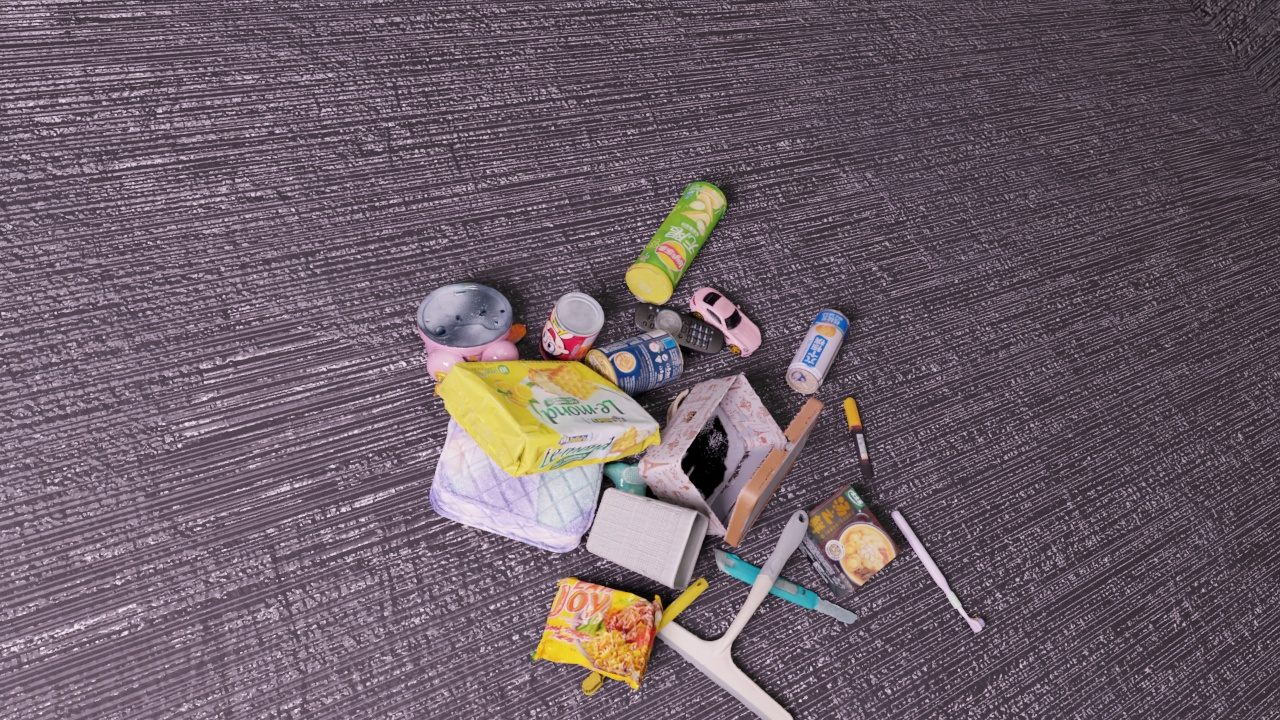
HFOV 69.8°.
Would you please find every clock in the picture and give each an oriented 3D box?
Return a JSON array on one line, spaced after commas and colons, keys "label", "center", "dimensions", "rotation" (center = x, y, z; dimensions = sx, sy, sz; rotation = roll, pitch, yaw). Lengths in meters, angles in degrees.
[{"label": "clock", "center": [-0.213, -0.024, 1.137], "dimensions": [0.117, 0.060, 0.158], "rotation": [-9, 48, -15]}]

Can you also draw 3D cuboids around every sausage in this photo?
[{"label": "sausage", "center": [-0.203, -0.002, 1.174], "dimensions": [0.021, 0.022, 0.164], "rotation": [44, 55, 7]}]

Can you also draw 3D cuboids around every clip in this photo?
[{"label": "clip", "center": [0.060, 0.093, 1.221], "dimensions": [0.083, 0.035, 0.104], "rotation": [22, 60, -8]}]

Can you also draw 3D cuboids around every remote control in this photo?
[{"label": "remote control", "center": [0.053, -0.042, 1.300], "dimensions": [0.136, 0.024, 0.053], "rotation": [20, 65, -8]}]

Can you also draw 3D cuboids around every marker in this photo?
[{"label": "marker", "center": [0.314, 0.113, 1.326], "dimensions": [0.018, 0.015, 0.123], "rotation": [0, 64, -21]}]

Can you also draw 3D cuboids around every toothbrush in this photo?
[{"label": "toothbrush", "center": [0.007, 0.314, 1.054], "dimensions": [0.189, 0.017, 0.016], "rotation": [-37, 58, -22]}, {"label": "toothbrush", "center": [0.405, 0.286, 1.258], "dimensions": [0.021, 0.029, 0.189], "rotation": [-35, 75, 4]}]

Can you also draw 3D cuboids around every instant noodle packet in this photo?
[{"label": "instant noodle packet", "center": [-0.046, 0.300, 1.031], "dimensions": [0.128, 0.044, 0.110], "rotation": [12, 51, 12]}]

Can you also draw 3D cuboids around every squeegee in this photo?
[{"label": "squeegee", "center": [0.146, 0.277, 1.118], "dimensions": [0.246, 0.039, 0.246], "rotation": [38, 65, 2]}]

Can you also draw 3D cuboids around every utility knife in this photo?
[{"label": "utility knife", "center": [0.186, 0.290, 1.169], "dimensions": [0.207, 0.013, 0.029], "rotation": [25, 55, -7]}]

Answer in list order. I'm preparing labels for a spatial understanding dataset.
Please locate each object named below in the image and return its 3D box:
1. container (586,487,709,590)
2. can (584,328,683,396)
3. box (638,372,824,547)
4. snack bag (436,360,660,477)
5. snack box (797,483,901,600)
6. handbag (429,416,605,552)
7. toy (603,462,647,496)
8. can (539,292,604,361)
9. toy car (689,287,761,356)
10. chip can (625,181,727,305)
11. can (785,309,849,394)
[{"label": "container", "center": [0.007, 0.205, 1.071], "dimensions": [0.114, 0.090, 0.090], "rotation": [16, 79, 18]}, {"label": "can", "center": [-0.007, 0.007, 1.216], "dimensions": [0.111, 0.075, 0.075], "rotation": [-19, 70, -30]}, {"label": "box", "center": [0.132, 0.122, 1.128], "dimensions": [0.153, 0.179, 0.181], "rotation": [52, 52, -19]}, {"label": "snack bag", "center": [-0.105, 0.065, 1.073], "dimensions": [0.246, 0.068, 0.158], "rotation": [-2, 33, -48]}, {"label": "snack box", "center": [0.275, 0.235, 1.220], "dimensions": [0.125, 0.053, 0.113], "rotation": [-30, 76, -28]}, {"label": "handbag", "center": [-0.147, 0.140, 1.083], "dimensions": [0.194, 0.076, 0.133], "rotation": [21, 50, -11]}, {"label": "toy", "center": [-0.002, 0.171, 1.153], "dimensions": [0.096, 0.030, 0.091], "rotation": [1, 66, -30]}, {"label": "can", "center": [-0.092, -0.037, 1.196], "dimensions": [0.066, 0.094, 0.066], "rotation": [10, 58, -17]}, {"label": "toy car", "center": [0.126, -0.059, 1.334], "dimensions": [0.122, 0.037, 0.056], "rotation": [42, 56, 3]}, {"label": "chip can", "center": [0.057, -0.178, 1.353], "dimensions": [0.072, 0.073, 0.220], "rotation": [34, 54, -1]}, {"label": "can", "center": [0.261, -0.014, 1.352], "dimensions": [0.053, 0.053, 0.134], "rotation": [35, 55, 0]}]
